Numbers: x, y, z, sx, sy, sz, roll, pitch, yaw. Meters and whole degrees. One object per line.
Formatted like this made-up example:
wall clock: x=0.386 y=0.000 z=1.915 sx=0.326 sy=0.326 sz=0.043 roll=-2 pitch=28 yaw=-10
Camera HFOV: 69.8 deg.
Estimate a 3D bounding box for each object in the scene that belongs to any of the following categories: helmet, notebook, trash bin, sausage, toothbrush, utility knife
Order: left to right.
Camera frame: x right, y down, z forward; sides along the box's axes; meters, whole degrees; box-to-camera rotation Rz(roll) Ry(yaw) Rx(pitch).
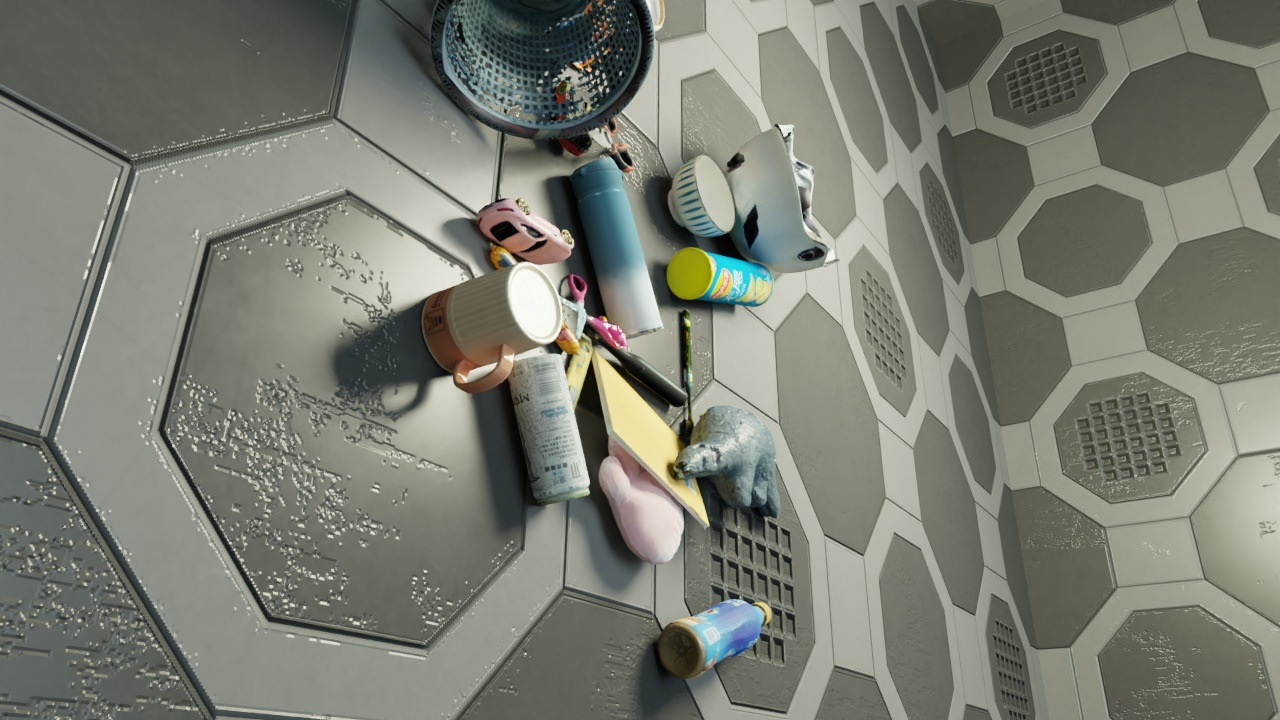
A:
sausage: x=-0.113 y=-0.063 z=0.984 sx=0.165 sy=0.021 sz=0.021 roll=53 pitch=37 yaw=-30
trash bin: x=-0.106 y=-0.386 z=0.985 sx=0.226 sy=0.227 sz=0.194 roll=40 pitch=32 yaw=-43
utility knife: x=-0.076 y=0.024 z=1.016 sx=0.031 sy=0.018 sz=0.162 roll=54 pitch=31 yaw=-37
toothbrush: x=-0.007 y=0.006 z=1.111 sx=0.212 sy=0.026 sz=0.027 roll=37 pitch=15 yaw=-47
notebook: x=0.012 y=0.091 z=1.072 sx=0.206 sy=0.010 sz=0.145 roll=48 pitch=17 yaw=-37
toothbrush: x=0.062 y=0.014 z=1.237 sx=0.017 sy=0.012 sz=0.185 roll=21 pitch=59 yaw=-40
helmet: x=0.201 y=-0.241 z=1.433 sx=0.258 sy=0.146 sz=0.229 roll=24 pitch=51 yaw=-65

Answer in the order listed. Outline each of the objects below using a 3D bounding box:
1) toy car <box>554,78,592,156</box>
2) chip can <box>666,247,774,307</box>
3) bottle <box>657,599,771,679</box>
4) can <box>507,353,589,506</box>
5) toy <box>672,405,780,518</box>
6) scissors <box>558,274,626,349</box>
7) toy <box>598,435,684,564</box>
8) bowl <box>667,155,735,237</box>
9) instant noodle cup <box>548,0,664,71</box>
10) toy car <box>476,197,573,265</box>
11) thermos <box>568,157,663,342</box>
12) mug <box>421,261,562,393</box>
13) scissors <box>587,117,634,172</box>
toy car: x=-0.085 y=-0.299 z=1.126 sx=0.049 sy=0.031 sz=0.106 roll=37 pitch=42 yaw=-47
chip can: x=0.121 y=-0.118 z=1.332 sx=0.209 sy=0.071 sz=0.071 roll=0 pitch=76 yaw=-58
bottle: x=0.099 y=0.326 z=1.107 sx=0.218 sy=0.065 sz=0.065 roll=3 pitch=74 yaw=-58
can: x=-0.093 y=0.069 z=0.922 sx=0.058 sy=0.058 sz=0.146 roll=-6 pitch=82 yaw=-58
toy: x=0.122 y=0.128 z=1.198 sx=0.356 sy=0.091 sz=0.137 roll=29 pitch=57 yaw=-62
scissors: x=-0.065 y=-0.058 z=1.032 sx=0.133 sy=0.017 sz=0.135 roll=31 pitch=30 yaw=-39
toy: x=0.000 y=0.154 z=1.033 sx=0.159 sy=0.054 sz=0.121 roll=59 pitch=26 yaw=-25
bowl: x=0.082 y=-0.230 z=1.327 sx=0.116 sy=0.066 sz=0.116 roll=33 pitch=49 yaw=-49
instant noodle cup: x=-0.045 y=-0.462 z=1.176 sx=0.151 sy=0.112 sz=0.151 roll=38 pitch=44 yaw=-49
toy car: x=-0.120 y=-0.131 z=0.971 sx=0.122 sy=0.056 sz=0.037 roll=30 pitch=49 yaw=-49
thermos: x=-0.029 y=-0.134 z=1.108 sx=0.070 sy=0.070 sz=0.220 roll=-11 pitch=86 yaw=-59
mug: x=-0.138 y=-0.026 z=0.846 sx=0.081 sy=0.106 sz=0.114 roll=38 pitch=46 yaw=-44
scissors: x=-0.046 y=-0.285 z=1.132 sx=0.206 sy=0.015 sz=0.193 roll=52 pitch=21 yaw=-54
